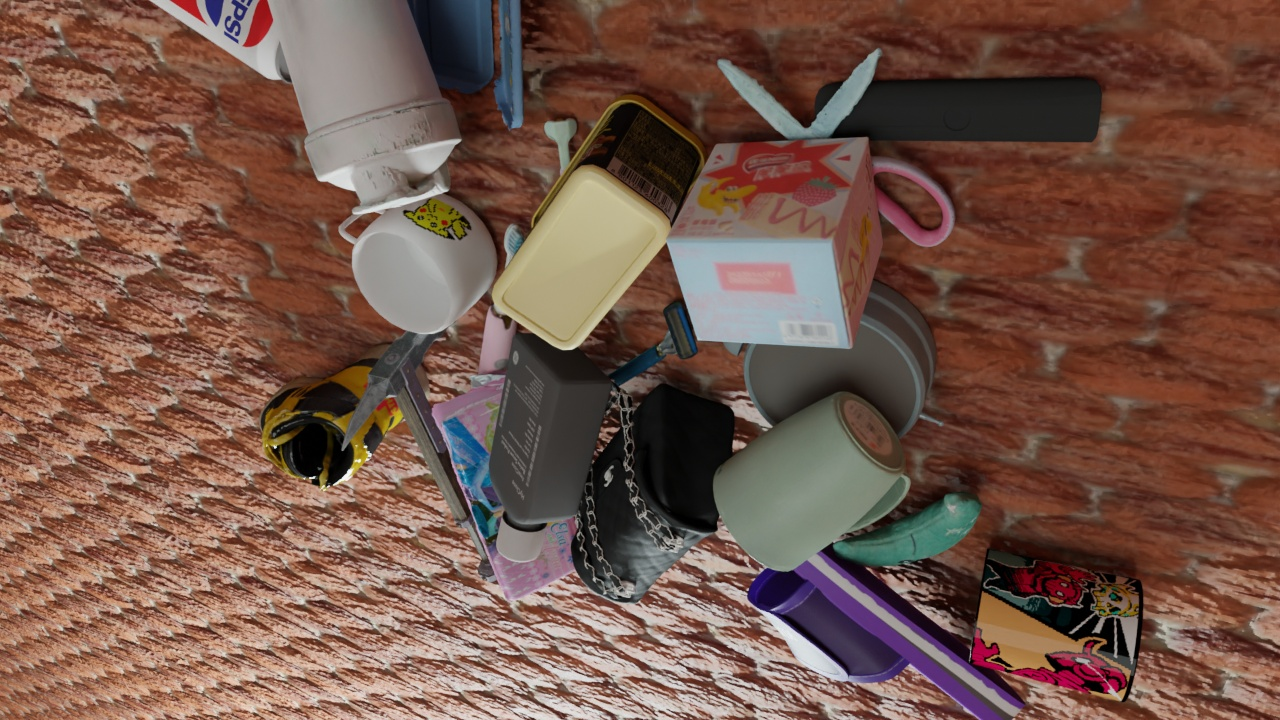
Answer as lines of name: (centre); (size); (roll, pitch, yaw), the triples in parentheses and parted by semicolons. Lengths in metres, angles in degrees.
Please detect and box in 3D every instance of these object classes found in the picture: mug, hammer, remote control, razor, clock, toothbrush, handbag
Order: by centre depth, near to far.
remote control: (0.169, -0.135, 0.500); (0.147, 0.015, 0.033); (7, 127, 24)
mug: (0.122, 0.079, 0.596); (0.111, 0.084, 0.104); (25, 127, -31)
clock: (0.121, -0.004, 0.608); (0.159, 0.045, 0.123); (44, 133, -11)
toothbrush: (-0.048, -0.097, 0.649); (0.022, 0.015, 0.155); (-8, 127, -4)
mug: (0.291, 0.192, 0.651); (0.098, 0.081, 0.118); (9, 149, 23)
mug: (-0.170, -0.080, 0.692); (0.115, 0.067, 0.095); (31, 133, 4)
handbag: (-0.009, 0.100, 0.692); (0.114, 0.124, 0.154); (22, 135, -20)
razor: (-0.004, 0.004, 0.702); (0.144, 0.022, 0.042); (-35, 67, 46)
toothbrush: (-0.114, -0.017, 0.739); (0.026, 0.027, 0.223); (51, 143, 32)
hammer: (-0.173, 0.110, 0.822); (0.028, 0.146, 0.317); (11, 139, 21)

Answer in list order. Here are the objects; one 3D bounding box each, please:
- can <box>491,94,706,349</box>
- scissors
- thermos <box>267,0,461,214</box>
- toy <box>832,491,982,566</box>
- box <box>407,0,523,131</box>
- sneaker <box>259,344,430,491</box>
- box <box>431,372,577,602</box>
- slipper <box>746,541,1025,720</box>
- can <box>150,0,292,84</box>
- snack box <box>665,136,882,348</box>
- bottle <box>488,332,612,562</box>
can: (-0.027, -0.084, 0.575); (0.072, 0.100, 0.131); (34, 128, -11)
scissors: (0.100, -0.111, 0.544); (0.170, 0.013, 0.177); (36, 143, -16)
thermos: (-0.178, -0.204, 0.564); (0.099, 0.099, 0.220); (-8, 104, 33)
toy: (0.193, 0.122, 0.650); (0.105, 0.033, 0.085); (-29, 149, 22)
box: (-0.100, -0.251, 0.542); (0.125, 0.043, 0.210); (34, 138, 31)
sneaker: (-0.304, 0.067, 0.844); (0.239, 0.121, 0.086); (-22, 111, 37)
box: (-0.116, 0.106, 0.805); (0.071, 0.084, 0.231); (47, 155, 47)
slipper: (0.160, 0.207, 0.694); (0.266, 0.107, 0.084); (38, 95, -7)
can: (-0.277, -0.249, 0.618); (0.132, 0.070, 0.070); (33, 134, 2)
snack box: (0.079, -0.068, 0.518); (0.093, 0.094, 0.079); (4, 137, 27)
bottle: (-0.077, 0.074, 0.700); (0.084, 0.046, 0.174); (43, 125, 49)
